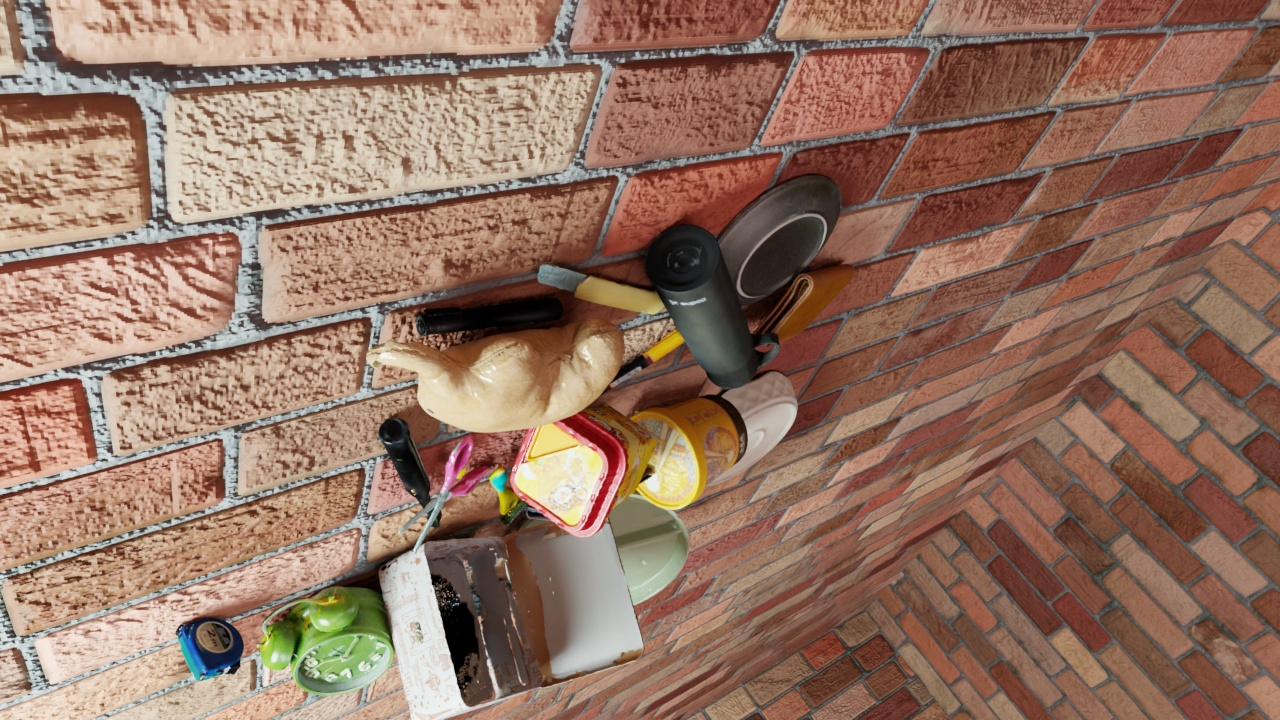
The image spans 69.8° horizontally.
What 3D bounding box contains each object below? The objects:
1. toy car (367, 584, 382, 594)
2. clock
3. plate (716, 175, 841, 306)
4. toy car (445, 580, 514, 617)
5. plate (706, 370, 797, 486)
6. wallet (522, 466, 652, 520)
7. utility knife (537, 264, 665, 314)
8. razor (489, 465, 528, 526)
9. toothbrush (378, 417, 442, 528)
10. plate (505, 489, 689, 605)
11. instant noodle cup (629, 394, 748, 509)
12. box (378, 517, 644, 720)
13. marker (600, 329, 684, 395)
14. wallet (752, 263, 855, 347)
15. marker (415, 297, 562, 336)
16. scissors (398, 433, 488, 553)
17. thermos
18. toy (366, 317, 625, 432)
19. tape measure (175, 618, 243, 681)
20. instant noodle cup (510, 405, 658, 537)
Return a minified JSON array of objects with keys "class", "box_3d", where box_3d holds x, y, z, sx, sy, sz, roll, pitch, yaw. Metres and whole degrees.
[{"class":"toy car","box_3d":[-0.301,0.287,1.026,0.049,0.031,0.106,-18,136,-28]},{"class":"clock","box_3d":[-0.321,0.287,0.950,0.116,0.056,0.161,-35,134,2]},{"class":"plate","box_3d":[0.138,-0.111,0.933,0.179,0.024,0.180,-29,152,-17]},{"class":"toy car","box_3d":[-0.205,0.306,1.170,0.054,0.037,0.120,-43,163,10]},{"class":"plate","box_3d":[0.130,0.100,1.237,0.204,0.045,0.205,-29,152,-17]},{"class":"wallet","box_3d":[-0.058,0.149,1.032,0.097,0.020,0.122,-4,-163,42]},{"class":"utility knife","box_3d":[-0.027,-0.061,0.819,0.031,0.021,0.208,-50,157,18]},{"class":"razor","box_3d":[-0.144,0.137,0.979,0.043,0.028,0.133,-44,161,-19]},{"class":"toothbrush","box_3d":[-0.211,0.114,0.869,0.026,0.027,0.213,10,149,5]},{"class":"plate","box_3d":[-0.053,0.237,1.145,0.230,0.027,0.231,-6,128,-7]},{"class":"instant noodle cup","box_3d":[0.056,0.099,1.076,0.114,0.118,0.119,-22,151,-45]},{"class":"box","box_3d":[-0.140,0.278,1.010,0.270,0.179,0.133,-7,159,-30]},{"class":"marker","box_3d":[-0.006,0.006,0.957,0.124,0.015,0.018,-34,152,-1]},{"class":"wallet","box_3d":[0.182,-0.058,1.043,0.119,0.035,0.130,-48,164,30]},{"class":"marker","box_3d":[-0.120,-0.037,0.745,0.131,0.020,0.022,-10,127,-41]},{"class":"scissors","box_3d":[-0.188,0.130,0.896,0.133,0.017,0.131,-62,165,6]},{"class":"thermos","box_3d":[0.079,-0.046,0.899,0.090,0.068,0.242,-15,154,12]},{"class":"toy","box_3d":[-0.121,0.014,0.759,0.225,0.082,0.144,-7,150,-39]},{"class":"tape measure","box_3d":[-0.398,0.267,0.851,0.025,0.058,0.054,-46,156,17]},{"class":"instant noodle cup","box_3d":[-0.051,0.103,0.946,0.123,0.116,0.116,-12,129,-60]}]
